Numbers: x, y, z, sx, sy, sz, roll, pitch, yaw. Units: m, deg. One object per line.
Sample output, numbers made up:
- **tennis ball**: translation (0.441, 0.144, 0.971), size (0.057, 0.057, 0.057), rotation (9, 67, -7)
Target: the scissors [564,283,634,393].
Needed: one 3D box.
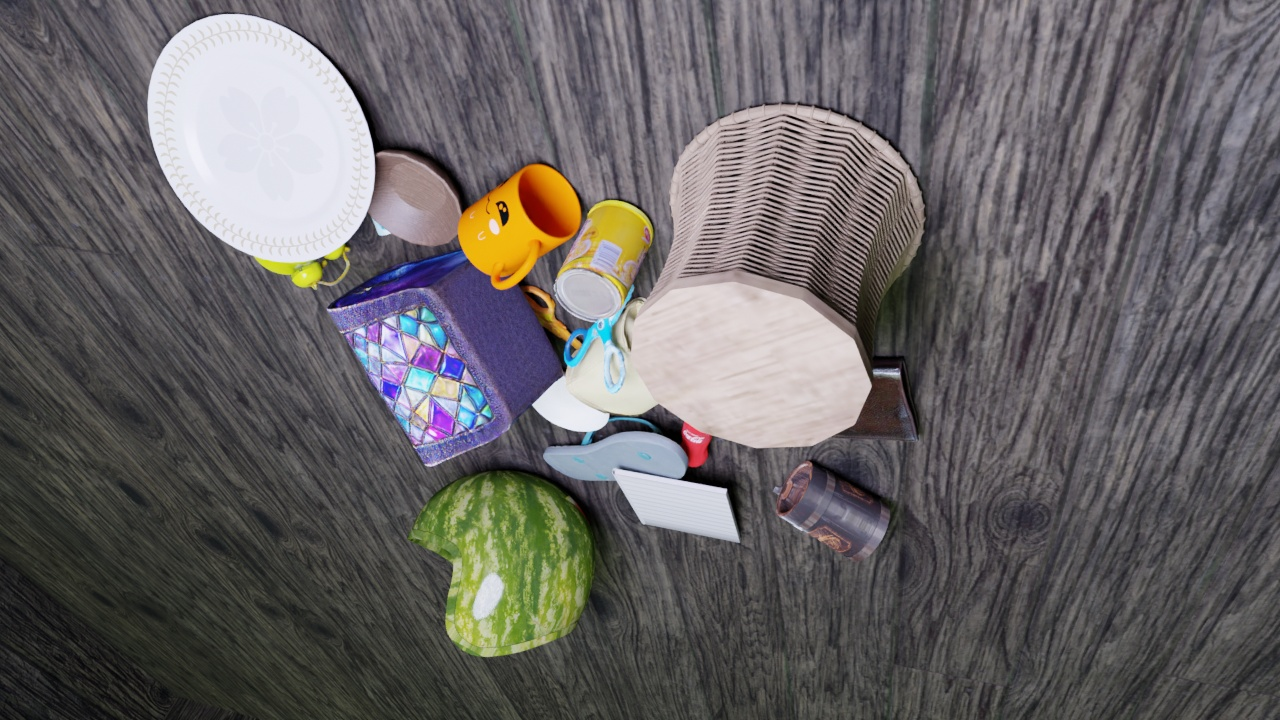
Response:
- **scissors**: translation (-0.044, -0.027, 0.947), size (0.011, 0.134, 0.138), rotation (4, 166, -37)

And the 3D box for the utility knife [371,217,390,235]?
- **utility knife**: translation (-0.291, -0.203, 0.935), size (0.022, 0.015, 0.181), rotation (2, 135, 18)

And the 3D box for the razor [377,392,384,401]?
- **razor**: translation (-0.310, 0.048, 1.198), size (0.054, 0.067, 0.152), rotation (33, 151, 10)

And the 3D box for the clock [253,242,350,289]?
- **clock**: translation (-0.373, -0.129, 1.004), size (0.119, 0.083, 0.057), rotation (38, 144, -14)

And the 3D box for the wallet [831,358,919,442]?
- **wallet**: translation (0.235, 0.044, 0.964), size (0.099, 0.031, 0.120), rotation (1, 139, 29)

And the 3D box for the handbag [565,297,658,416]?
- **handbag**: translation (-0.006, 0.006, 0.997), size (0.111, 0.081, 0.120), rotation (30, 140, -22)

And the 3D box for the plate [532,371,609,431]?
- **plate**: translation (-0.084, 0.044, 1.116), size (0.104, 0.026, 0.104), rotation (14, 142, 11)

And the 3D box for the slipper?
- **slipper**: translation (-0.024, 0.115, 1.162), size (0.098, 0.054, 0.270), rotation (39, 150, -24)

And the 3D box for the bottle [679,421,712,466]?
- **bottle**: translation (0.068, 0.080, 1.078), size (0.036, 0.036, 0.119), rotation (16, 141, 8)

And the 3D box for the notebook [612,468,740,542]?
- **notebook**: translation (0.052, 0.192, 1.194), size (0.143, 0.009, 0.210), rotation (9, 155, 15)

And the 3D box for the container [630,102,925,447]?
- **container**: translation (0.110, -0.062, 0.763), size (0.227, 0.195, 0.227), rotation (13, 141, 11)

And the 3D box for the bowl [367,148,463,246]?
- **bowl**: translation (-0.229, -0.170, 0.929), size (0.118, 0.030, 0.118), rotation (13, 141, 11)

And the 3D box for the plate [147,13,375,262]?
- **plate**: translation (-0.371, -0.214, 0.904), size (0.243, 0.016, 0.243), rotation (6, 118, 11)

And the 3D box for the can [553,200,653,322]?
- **can**: translation (-0.033, -0.095, 0.865), size (0.068, 0.104, 0.068), rotation (13, 141, 11)

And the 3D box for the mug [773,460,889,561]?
- **mug**: translation (0.221, 0.179, 1.101), size (0.107, 0.080, 0.116), rotation (30, 167, -9)

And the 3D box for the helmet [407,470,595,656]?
- **helmet**: translation (-0.183, 0.270, 1.261), size (0.243, 0.247, 0.213), rotation (-15, 166, -13)

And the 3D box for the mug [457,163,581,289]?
- **mug**: translation (-0.117, -0.118, 0.873), size (0.077, 0.112, 0.096), rotation (25, 146, -36)

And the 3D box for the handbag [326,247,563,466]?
- **handbag**: translation (-0.222, -0.006, 1.002), size (0.223, 0.125, 0.205), rotation (-16, 110, 37)

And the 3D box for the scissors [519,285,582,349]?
- **scissors**: translation (-0.097, -0.037, 1.038), size (0.128, 0.013, 0.064), rotation (43, 138, -23)
